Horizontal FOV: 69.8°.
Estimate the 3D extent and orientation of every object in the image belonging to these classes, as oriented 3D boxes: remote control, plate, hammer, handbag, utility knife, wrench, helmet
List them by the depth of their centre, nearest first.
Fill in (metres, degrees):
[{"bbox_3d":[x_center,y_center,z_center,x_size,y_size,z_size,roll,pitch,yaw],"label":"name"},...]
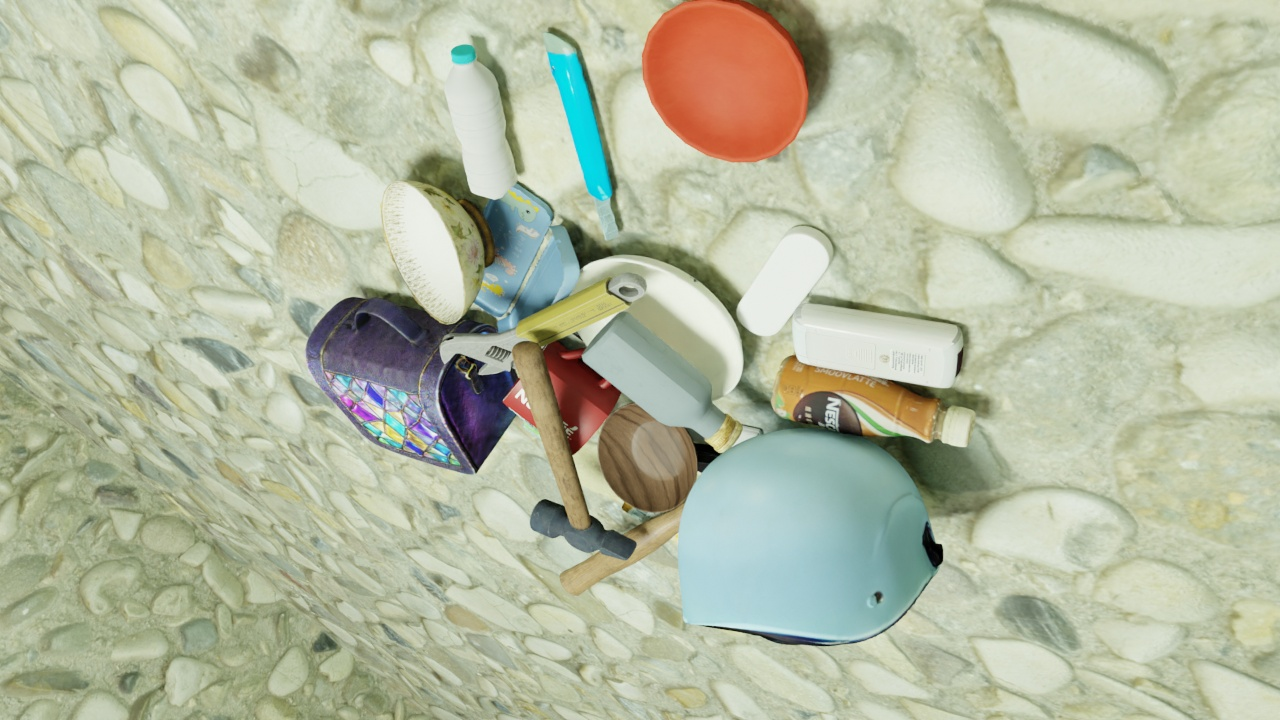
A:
[{"bbox_3d":[0.193,-0.012,0.755,0.139,0.025,0.060,11,142,22],"label":"remote control"},{"bbox_3d":[-0.044,-0.177,0.759,0.031,0.015,0.198,16,139,29],"label":"utility knife"},{"bbox_3d":[0.119,-0.064,0.769,0.043,0.013,0.137,32,146,2],"label":"remote control"},{"bbox_3d":[0.152,0.145,0.826,0.226,0.265,0.167,-1,95,36],"label":"helmet"},{"bbox_3d":[0.018,-0.034,0.867,0.182,0.034,0.183,22,144,17],"label":"plate"},{"bbox_3d":[-0.097,-0.033,0.878,0.083,0.018,0.274,30,144,-34],"label":"wrench"},{"bbox_3d":[-0.083,0.100,0.959,0.129,0.040,0.322,16,141,25],"label":"hammer"},{"bbox_3d":[0.069,0.075,0.978,0.131,0.012,0.033,10,140,29],"label":"remote control"},{"bbox_3d":[0.008,0.200,1.070,0.132,0.040,0.306,47,124,-9],"label":"hammer"},{"bbox_3d":[-0.264,0.014,1.074,0.205,0.125,0.222,12,143,28],"label":"handbag"}]

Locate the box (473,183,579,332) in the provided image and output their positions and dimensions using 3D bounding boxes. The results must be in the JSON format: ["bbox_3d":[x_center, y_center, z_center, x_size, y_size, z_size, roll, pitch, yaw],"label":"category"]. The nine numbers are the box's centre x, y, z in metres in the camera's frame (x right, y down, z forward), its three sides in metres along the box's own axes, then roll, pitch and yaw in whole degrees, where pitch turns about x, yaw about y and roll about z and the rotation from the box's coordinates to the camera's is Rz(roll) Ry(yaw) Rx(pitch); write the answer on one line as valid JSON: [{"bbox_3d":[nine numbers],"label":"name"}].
[{"bbox_3d":[-0.122,-0.084,0.920,0.126,0.039,0.210,53,147,9],"label":"box"}]

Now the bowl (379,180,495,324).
[{"bbox_3d":[-0.186,-0.113,0.891,0.145,0.063,0.145,34,139,36],"label":"bowl"}]

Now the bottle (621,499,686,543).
[{"bbox_3d":[0.069,0.203,1.100,0.186,0.053,0.053,30,146,5],"label":"bottle"}]

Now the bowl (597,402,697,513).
[{"bbox_3d":[0.013,0.099,0.971,0.119,0.032,0.119,7,105,29],"label":"bowl"}]

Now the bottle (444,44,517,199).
[{"bbox_3d":[-0.136,-0.201,0.778,0.044,0.044,0.136,19,143,20],"label":"bottle"}]

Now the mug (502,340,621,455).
[{"bbox_3d":[-0.075,0.028,0.987,0.096,0.080,0.117,38,117,-7],"label":"mug"}]

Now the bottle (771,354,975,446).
[{"bbox_3d":[0.199,0.039,0.789,0.167,0.059,0.059,14,141,26],"label":"bottle"}]

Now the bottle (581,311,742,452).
[{"bbox_3d":[0.025,0.025,0.861,0.161,0.046,0.072,39,145,-8],"label":"bottle"}]

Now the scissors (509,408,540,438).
[{"bbox_3d":[-0.127,0.075,1.083,0.065,0.033,0.174,32,174,18],"label":"scissors"}]

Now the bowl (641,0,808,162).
[{"bbox_3d":[0.062,-0.197,0.631,0.122,0.035,0.122,22,144,17],"label":"bowl"}]

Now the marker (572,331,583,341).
[{"bbox_3d":[-0.006,0.005,0.948,0.145,0.019,0.019,34,146,-1],"label":"marker"}]
